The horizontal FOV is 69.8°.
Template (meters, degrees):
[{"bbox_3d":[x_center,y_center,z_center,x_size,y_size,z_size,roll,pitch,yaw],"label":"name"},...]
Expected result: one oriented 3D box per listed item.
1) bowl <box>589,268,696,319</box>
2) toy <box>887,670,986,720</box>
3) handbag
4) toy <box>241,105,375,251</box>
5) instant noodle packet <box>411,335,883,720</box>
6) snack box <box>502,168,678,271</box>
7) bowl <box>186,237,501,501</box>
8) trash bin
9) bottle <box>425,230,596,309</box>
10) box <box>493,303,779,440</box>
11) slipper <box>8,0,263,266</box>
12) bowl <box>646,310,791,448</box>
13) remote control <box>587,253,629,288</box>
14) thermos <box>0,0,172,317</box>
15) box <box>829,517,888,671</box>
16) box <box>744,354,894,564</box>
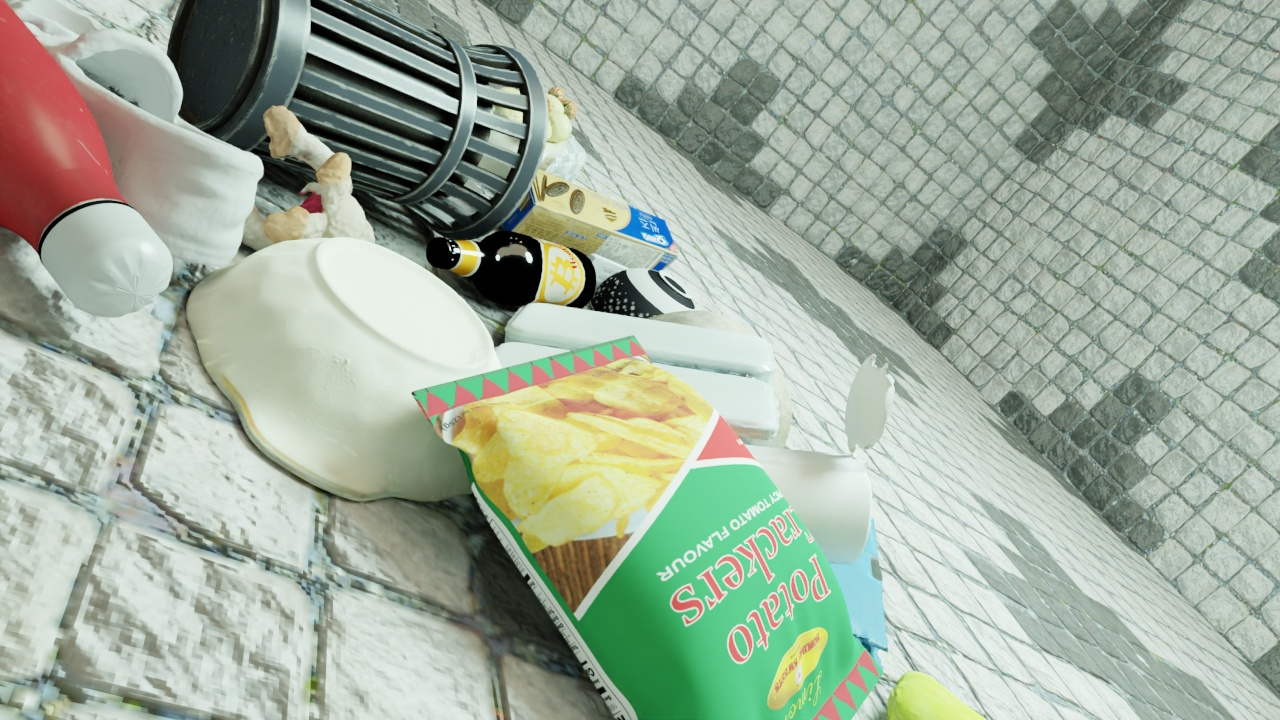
[{"bbox_3d":[0.016,-0.053,0.934,0.120,0.066,0.120,36,17,-13],"label":"bowl"},{"bbox_3d":[0.193,0.249,0.575,0.092,0.046,0.115,39,24,2],"label":"toy"},{"bbox_3d":[-0.124,-0.256,1.065,0.112,0.123,0.171,35,22,4],"label":"handbag"},{"bbox_3d":[-0.202,-0.096,0.578,0.074,0.085,0.106,14,-13,19],"label":"toy"},{"bbox_3d":[0.018,0.098,0.482,0.252,0.091,0.195,54,31,12],"label":"instant noodle packet"},{"bbox_3d":[-0.052,-0.142,0.979,0.206,0.056,0.057,13,47,-43],"label":"snack box"},{"bbox_3d":[-0.142,-0.011,0.507,0.188,0.060,0.219,35,17,-16],"label":"bowl"},{"bbox_3d":[-0.207,-0.194,0.677,0.227,0.164,0.164,10,33,-52],"label":"trash bin"},{"bbox_3d":[-0.106,-0.075,0.747,0.059,0.059,0.181,47,18,22],"label":"bottle"},{"bbox_3d":[-0.004,0.002,0.668,0.209,0.037,0.188,9,15,4],"label":"box"},{"bbox_3d":[-0.288,-0.142,0.508,0.247,0.074,0.112,39,-1,30],"label":"slipper"},{"bbox_3d":[0.081,0.017,0.817,0.178,0.081,0.178,49,13,-16],"label":"bowl"},{"bbox_3d":[-0.028,-0.088,0.977,0.012,0.033,0.130,49,16,23],"label":"remote control"},{"bbox_3d":[-0.292,-0.109,0.417,0.240,0.073,0.073,45,18,16],"label":"thermos"},{"bbox_3d":[0.138,0.153,0.691,0.093,0.052,0.231,39,17,2],"label":"box"},{"bbox_3d":[0.105,0.063,0.625,0.106,0.150,0.080,8,5,-8],"label":"box"}]
